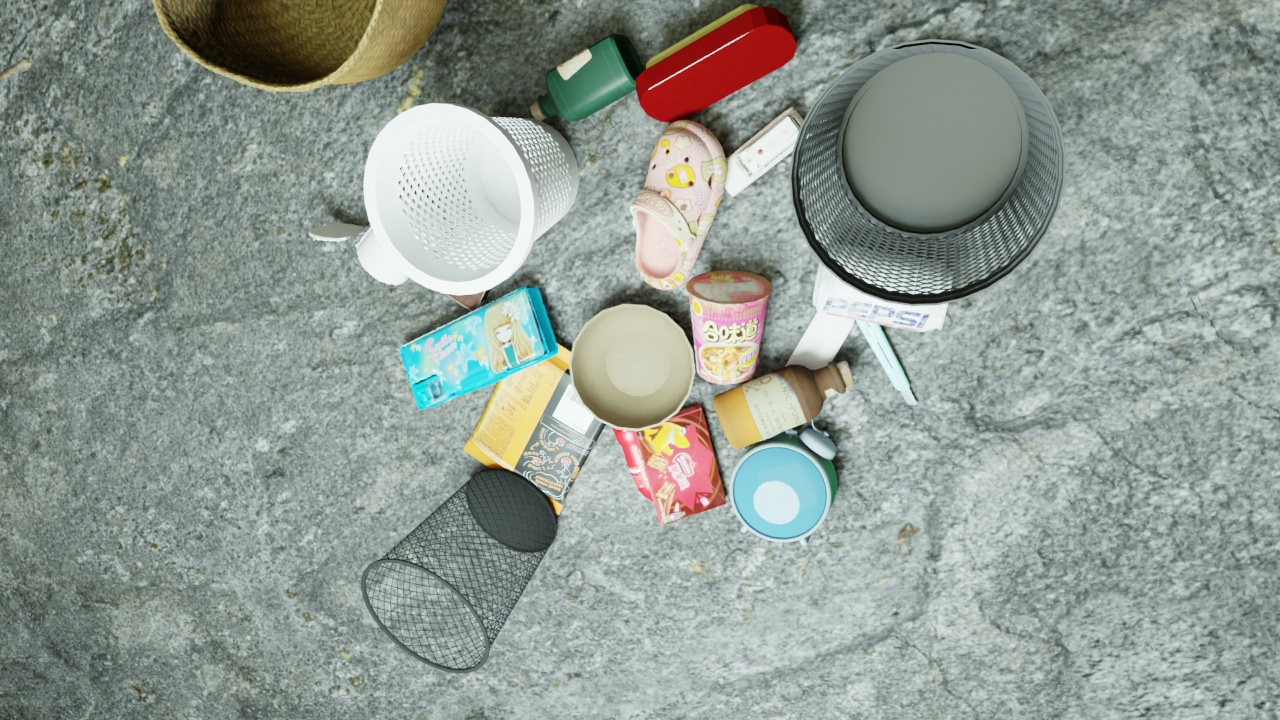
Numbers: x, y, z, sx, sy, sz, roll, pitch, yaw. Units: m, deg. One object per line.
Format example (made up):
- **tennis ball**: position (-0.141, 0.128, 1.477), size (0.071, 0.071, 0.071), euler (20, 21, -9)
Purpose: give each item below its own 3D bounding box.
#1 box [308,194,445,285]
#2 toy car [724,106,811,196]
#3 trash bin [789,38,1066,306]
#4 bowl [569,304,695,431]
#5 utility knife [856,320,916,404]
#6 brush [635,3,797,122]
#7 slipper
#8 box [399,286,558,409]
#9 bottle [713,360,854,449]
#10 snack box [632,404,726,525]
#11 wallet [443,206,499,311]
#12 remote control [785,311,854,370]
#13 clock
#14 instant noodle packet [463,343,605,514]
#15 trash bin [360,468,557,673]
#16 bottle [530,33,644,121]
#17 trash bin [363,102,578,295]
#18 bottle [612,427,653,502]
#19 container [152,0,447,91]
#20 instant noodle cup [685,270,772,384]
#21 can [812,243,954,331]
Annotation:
- **box**: position (-0.335, -0.166, 1.165), size (0.141, 0.083, 0.140), euler (43, 118, -6)
- **toy car**: position (0.130, -0.225, 0.997), size (0.113, 0.039, 0.039), euler (-36, 94, 27)
- **trash bin**: position (0.267, -0.186, 0.858), size (0.218, 0.226, 0.218), euler (7, 111, 17)
- **bowl**: position (-0.007, 0.007, 1.114), size (0.152, 0.050, 0.152), euler (1, 96, 10)
- **utility knife**: position (0.281, -0.002, 1.042), size (0.022, 0.015, 0.126), euler (-26, 102, 24)
- **brush**: position (0.076, -0.315, 0.964), size (0.174, 0.082, 0.041), euler (-23, 70, 25)
- **slipper**: position (0.031, -0.166, 1.025), size (0.093, 0.081, 0.198), euler (27, 120, 26)
- **box**: position (-0.213, -0.013, 1.180), size (0.227, 0.041, 0.094), euler (-22, 83, 29)
- **bottle**: position (0.167, 0.043, 1.048), size (0.157, 0.067, 0.068), euler (-23, 101, 9)
- **snack box**: position (0.049, 0.131, 1.146), size (0.089, 0.021, 0.133), euler (-18, 105, -8)
- **wallet**: position (-0.212, -0.129, 1.165), size (0.072, 0.019, 0.123), euler (33, 117, 5)
- **remote control**: position (0.204, -0.012, 1.065), size (0.043, 0.013, 0.137), euler (30, 116, 7)
- **clock**: position (0.175, 0.132, 1.100), size (0.122, 0.075, 0.162), euler (10, 100, 17)
- **instant noodle packet**: position (-0.130, 0.080, 1.207), size (0.160, 0.032, 0.221), euler (33, 117, 8)
- **trash bin**: position (-0.221, 0.259, 1.190), size (0.184, 0.209, 0.184), euler (14, 126, 20)
- **bottle**: position (-0.065, -0.306, 1.025), size (0.131, 0.061, 0.061), euler (-22, 98, 25)
- **trash bin**: position (-0.167, -0.194, 1.025), size (0.196, 0.199, 0.196), euler (7, 111, 17)
- **bottle**: position (0.006, 0.134, 1.173), size (0.042, 0.041, 0.141), euler (-16, 104, 24)
- **container**: position (-0.358, -0.451, 1.002), size (0.307, 0.196, 0.307), euler (7, 110, 19)
- **instant noodle cup**: position (0.100, -0.036, 1.054), size (0.098, 0.097, 0.109), euler (8, 120, 17)
- **can**: position (0.259, -0.078, 0.985), size (0.136, 0.078, 0.078), euler (12, 113, 15)
